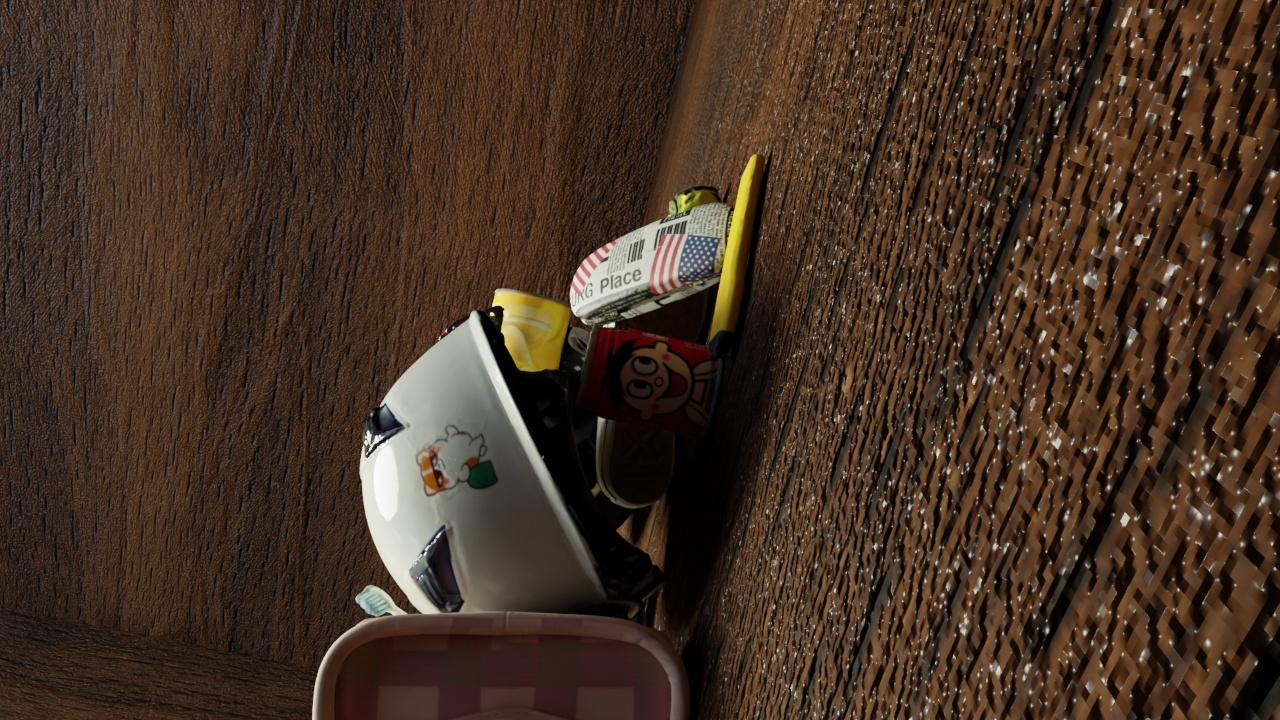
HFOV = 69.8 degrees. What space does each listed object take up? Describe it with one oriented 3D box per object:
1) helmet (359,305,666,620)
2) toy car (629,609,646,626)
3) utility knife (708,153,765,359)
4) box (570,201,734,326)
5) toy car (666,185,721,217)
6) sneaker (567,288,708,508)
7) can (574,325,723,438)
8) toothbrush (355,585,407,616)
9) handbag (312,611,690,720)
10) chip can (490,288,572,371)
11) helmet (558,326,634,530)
[{"bbox_3d":[-0.103,0.096,0.622,0.230,0.157,0.274,62,-178,16],"label":"helmet"},{"bbox_3d":[-0.014,0.220,0.704,0.054,0.036,0.120,106,165,-47],"label":"toy car"},{"bbox_3d":[0.067,-0.071,0.619,0.033,0.015,0.156,132,152,-69],"label":"utility knife"},{"bbox_3d":[0.011,-0.070,0.702,0.165,0.052,0.068,-16,72,39],"label":"box"},{"bbox_3d":[0.046,-0.117,0.854,0.105,0.048,0.032,107,147,-49],"label":"toy car"},{"bbox_3d":[-0.005,0.005,0.795,0.088,0.118,0.241,-1,80,65],"label":"sneaker"},{"bbox_3d":[0.005,0.014,0.647,0.066,0.094,0.066,-171,93,-86],"label":"can"},{"bbox_3d":[-0.098,0.213,0.616,0.027,0.221,0.026,-66,-12,23],"label":"toothbrush"},{"bbox_3d":[-0.073,0.247,0.464,0.093,0.193,0.233,96,176,-60],"label":"handbag"},{"bbox_3d":[-0.115,0.049,0.784,0.072,0.072,0.213,131,151,-82],"label":"chip can"},{"bbox_3d":[-0.097,0.092,0.943,0.233,0.230,0.275,-43,-43,-21],"label":"helmet"}]
